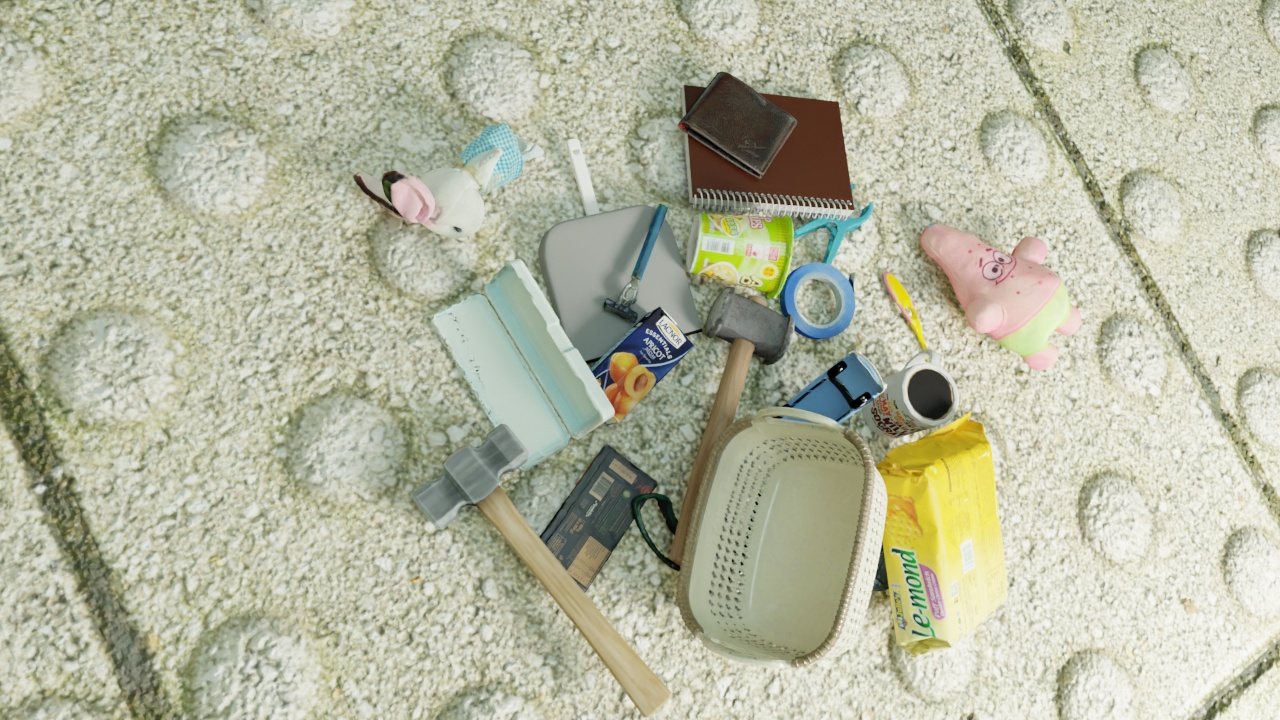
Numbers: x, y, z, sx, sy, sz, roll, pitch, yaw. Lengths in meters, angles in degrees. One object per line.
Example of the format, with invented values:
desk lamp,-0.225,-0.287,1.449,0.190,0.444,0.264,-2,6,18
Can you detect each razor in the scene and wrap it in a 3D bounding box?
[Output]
razor,0.003,-0.115,1.043,0.042,0.022,0.143,25,76,-17

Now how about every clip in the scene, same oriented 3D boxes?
clip,0.236,-0.184,1.163,0.126,0.028,0.113,-36,90,-22

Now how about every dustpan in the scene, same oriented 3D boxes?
dustpan,-0.041,-0.135,1.060,0.163,0.033,0.257,-16,90,-21

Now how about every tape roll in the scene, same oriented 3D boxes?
tape roll,0.216,-0.072,1.118,0.093,0.016,0.091,8,86,-13

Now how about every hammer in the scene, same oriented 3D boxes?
hammer,-0.086,0.218,0.917,0.117,0.051,0.323,-39,84,-15
hammer,0.088,0.069,1.022,0.098,0.052,0.327,24,66,-10

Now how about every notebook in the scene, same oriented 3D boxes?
notebook,0.158,-0.258,1.145,0.209,0.022,0.171,2,69,-13

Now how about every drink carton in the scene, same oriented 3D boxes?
drink carton,-0.006,0.006,1.017,0.129,0.040,0.064,-45,100,-19

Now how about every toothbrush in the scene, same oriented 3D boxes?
toothbrush,0.344,-0.054,1.165,0.021,0.016,0.135,-25,84,-17

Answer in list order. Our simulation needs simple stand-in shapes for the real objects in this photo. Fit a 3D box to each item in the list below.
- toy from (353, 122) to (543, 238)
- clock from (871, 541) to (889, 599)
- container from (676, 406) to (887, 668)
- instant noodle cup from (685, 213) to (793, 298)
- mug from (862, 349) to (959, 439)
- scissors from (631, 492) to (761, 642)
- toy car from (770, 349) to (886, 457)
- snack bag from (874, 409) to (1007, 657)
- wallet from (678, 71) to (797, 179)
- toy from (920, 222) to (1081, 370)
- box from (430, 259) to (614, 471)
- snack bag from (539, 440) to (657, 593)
toy,-0.193,-0.191,1.005,0.204,0.131,0.106,-30,117,-30
clock,0.246,0.209,1.043,0.129,0.052,0.090,37,68,-6
container,0.152,0.185,0.929,0.142,0.185,0.246,33,69,-52
instant noodle cup,0.113,-0.130,1.075,0.108,0.099,0.098,9,73,-7
mug,0.324,0.036,1.094,0.073,0.090,0.105,26,69,-9
scissors,0.094,0.201,1.014,0.203,0.015,0.201,-34,95,-24
toy car,0.207,0.049,1.035,0.056,0.154,0.054,54,30,11
snack bag,0.338,0.193,1.015,0.159,0.068,0.247,-17,101,-37
wallet,0.121,-0.290,1.121,0.120,0.031,0.099,34,67,0
toy,0.459,-0.097,1.175,0.237,0.097,0.191,41,59,5
box,-0.125,0.005,0.972,0.125,0.075,0.197,-32,85,-3
snack bag,-0.050,0.169,0.978,0.074,0.018,0.155,38,68,-5
